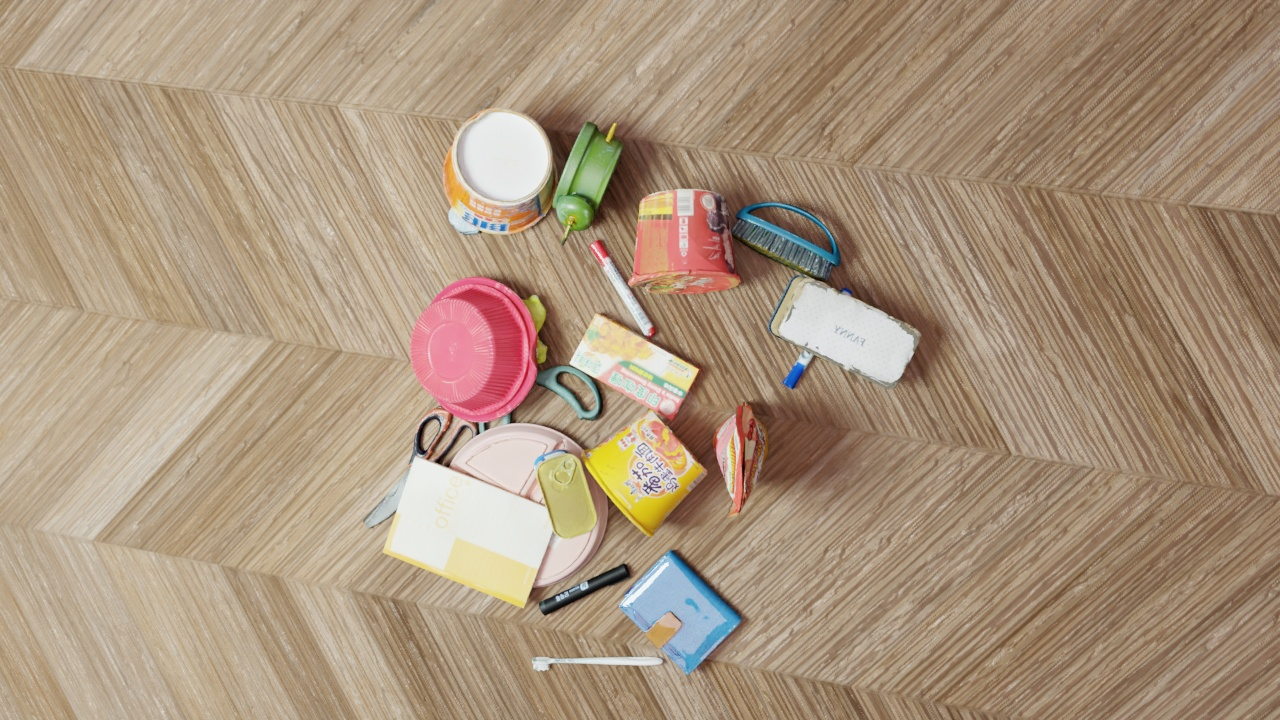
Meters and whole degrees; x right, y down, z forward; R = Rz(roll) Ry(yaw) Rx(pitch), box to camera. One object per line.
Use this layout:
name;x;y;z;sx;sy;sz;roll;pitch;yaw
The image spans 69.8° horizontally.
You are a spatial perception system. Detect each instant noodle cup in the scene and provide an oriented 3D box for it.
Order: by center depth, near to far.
instant noodle cup;0.056;-0.146;1.140;0.138;0.138;0.108;-1;84;8
instant noodle cup;-0.175;-0.242;1.154;0.151;0.111;0.151;0;87;-10
instant noodle cup;0.009;0.135;1.161;0.110;0.138;0.138;-42;87;0
instant noodle cup;-0.228;-0.014;1.191;0.194;0.065;0.194;1;92;25

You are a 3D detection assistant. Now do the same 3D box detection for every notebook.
notebook;-0.225;0.228;1.217;0.206;0.010;0.146;21;99;2

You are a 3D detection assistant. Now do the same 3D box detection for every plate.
plate;-0.158;0.198;1.226;0.229;0.028;0.229;1;98;5

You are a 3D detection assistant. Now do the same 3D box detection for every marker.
marker;0.227;-0.028;1.174;0.017;0.017;0.146;32;97;5
marker;-0.023;-0.094;1.208;0.017;0.017;0.145;-32;88;8
marker;-0.075;0.309;1.234;0.132;0.020;0.022;-27;118;8

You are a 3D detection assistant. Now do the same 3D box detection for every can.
can;-0.097;0.165;1.153;0.057;0.083;0.102;-18;94;-10

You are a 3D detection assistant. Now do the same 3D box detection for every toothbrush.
toothbrush;-0.059;0.409;1.238;0.180;0.016;0.016;-4;100;9

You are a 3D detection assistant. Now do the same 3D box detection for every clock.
clock;-0.071;-0.221;1.160;0.056;0.116;0.161;23;93;-4

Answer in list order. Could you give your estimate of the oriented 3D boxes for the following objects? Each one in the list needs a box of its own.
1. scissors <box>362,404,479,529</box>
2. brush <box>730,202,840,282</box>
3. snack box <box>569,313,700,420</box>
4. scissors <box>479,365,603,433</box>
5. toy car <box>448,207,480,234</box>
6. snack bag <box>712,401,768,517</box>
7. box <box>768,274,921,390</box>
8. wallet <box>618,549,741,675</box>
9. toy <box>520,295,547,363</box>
scissors;-0.317;0.144;1.263;0.209;0.015;0.182;-10;93;8
brush;0.187;-0.157;1.154;0.144;0.055;0.073;28;98;6
snack box;-0.007;0.007;1.205;0.156;0.027;0.077;29;98;6
scissors;-0.141;0.065;1.232;0.174;0.019;0.170;24;97;5
toy car;-0.222;-0.219;1.223;0.049;0.031;0.105;21;96;7
snack bag;0.120;0.110;1.101;0.073;0.207;0.128;7;92;6
box;0.245;-0.038;1.134;0.184;0.063;0.090;28;96;-3
wallet;0.051;0.331;1.209;0.133;0.040;0.106;44;93;5
toy;-0.161;-0.035;1.213;0.097;0.031;0.100;-34;77;7
